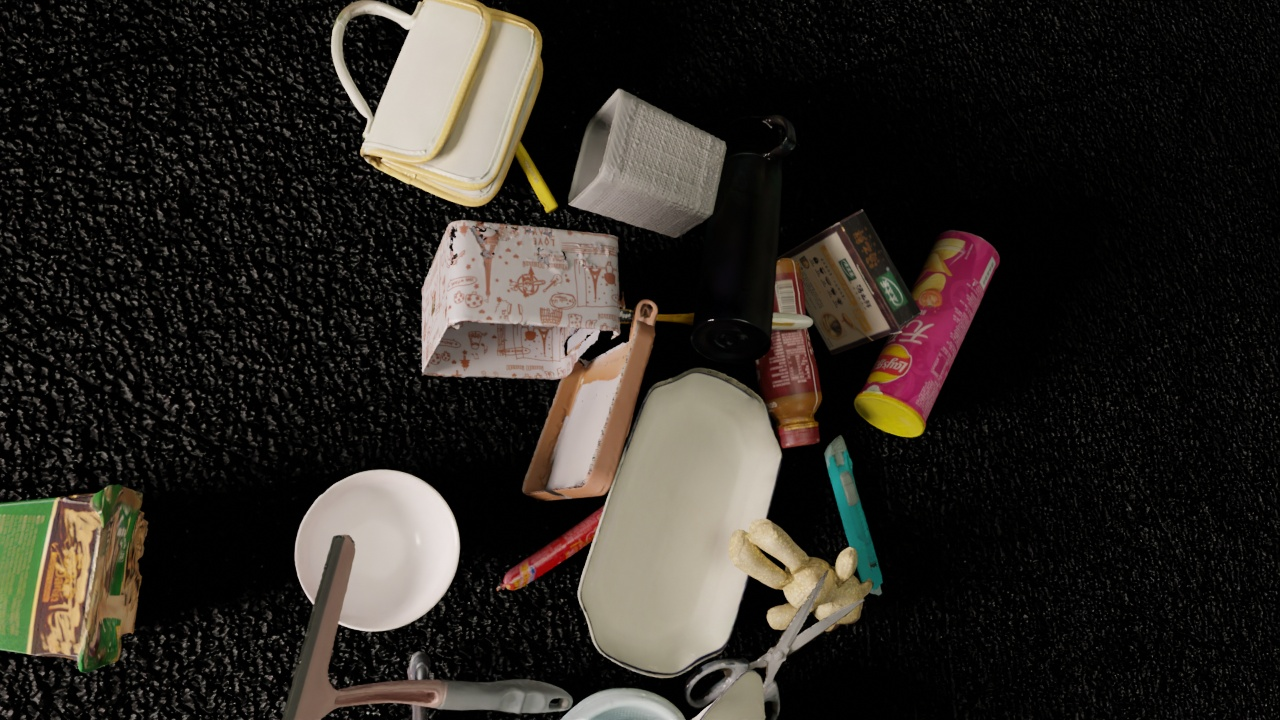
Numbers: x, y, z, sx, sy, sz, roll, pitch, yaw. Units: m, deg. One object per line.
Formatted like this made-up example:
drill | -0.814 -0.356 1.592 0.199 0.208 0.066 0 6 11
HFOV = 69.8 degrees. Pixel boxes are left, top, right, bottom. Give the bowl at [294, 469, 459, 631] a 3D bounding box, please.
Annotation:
bowl | -0.204 0.146 0.710 0.118 0.065 0.118 4 78 -19

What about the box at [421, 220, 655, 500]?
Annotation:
box | -0.087 0.018 0.717 0.156 0.183 0.192 4 76 -19

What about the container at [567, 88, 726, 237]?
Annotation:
container | 0.008 -0.172 0.835 0.114 0.090 0.090 18 75 -20

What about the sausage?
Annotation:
sausage | -0.057 0.154 0.788 0.155 0.020 0.020 -32 92 -22

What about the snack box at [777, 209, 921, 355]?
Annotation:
snack box | 0.197 -0.072 0.864 0.053 0.126 0.113 -30 91 -25

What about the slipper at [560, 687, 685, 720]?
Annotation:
slipper | -0.052 0.368 0.721 0.104 0.074 0.245 41 71 -8

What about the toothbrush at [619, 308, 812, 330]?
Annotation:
toothbrush | 0.061 -0.038 0.832 0.191 0.018 0.016 2 90 2

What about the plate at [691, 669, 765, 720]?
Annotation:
plate | 0.054 0.349 0.750 0.163 0.034 0.164 -33 122 -46

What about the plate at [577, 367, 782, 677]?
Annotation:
plate | 0.033 0.138 0.803 0.162 0.034 0.265 26 74 -26

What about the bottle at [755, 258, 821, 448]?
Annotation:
bottle | 0.135 -0.006 0.866 0.057 0.058 0.175 -5 82 -21

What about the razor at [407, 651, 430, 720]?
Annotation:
razor | -0.171 0.301 0.717 0.042 0.022 0.142 1 79 -37

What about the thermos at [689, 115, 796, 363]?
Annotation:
thermos | 0.097 -0.121 0.823 0.068 0.090 0.242 23 57 -22

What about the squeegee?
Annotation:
squeegee | -0.157 0.257 0.695 0.249 0.040 0.247 16 90 -40

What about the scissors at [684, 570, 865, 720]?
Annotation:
scissors | 0.115 0.260 0.794 0.175 0.014 0.159 -7 110 -11

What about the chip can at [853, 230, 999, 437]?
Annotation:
chip can | 0.289 -0.029 0.921 0.071 0.072 0.210 35 70 -11

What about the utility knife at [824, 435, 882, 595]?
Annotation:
utility knife | 0.208 0.151 0.889 0.029 0.013 0.157 -14 85 -20

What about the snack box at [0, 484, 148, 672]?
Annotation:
snack box | -0.404 0.143 0.612 0.105 0.118 0.118 4 76 -15

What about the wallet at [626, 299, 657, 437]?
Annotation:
wallet | -0.005 0.005 0.778 0.020 0.101 0.115 10 95 0

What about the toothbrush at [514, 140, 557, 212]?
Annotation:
toothbrush | -0.130 -0.217 0.830 0.016 0.016 0.190 -32 92 -18

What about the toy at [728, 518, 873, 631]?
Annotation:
toy | 0.142 0.191 0.818 0.157 0.066 0.105 36 102 -30

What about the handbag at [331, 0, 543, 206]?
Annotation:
handbag | -0.184 -0.236 0.783 0.178 0.063 0.163 20 80 -6
